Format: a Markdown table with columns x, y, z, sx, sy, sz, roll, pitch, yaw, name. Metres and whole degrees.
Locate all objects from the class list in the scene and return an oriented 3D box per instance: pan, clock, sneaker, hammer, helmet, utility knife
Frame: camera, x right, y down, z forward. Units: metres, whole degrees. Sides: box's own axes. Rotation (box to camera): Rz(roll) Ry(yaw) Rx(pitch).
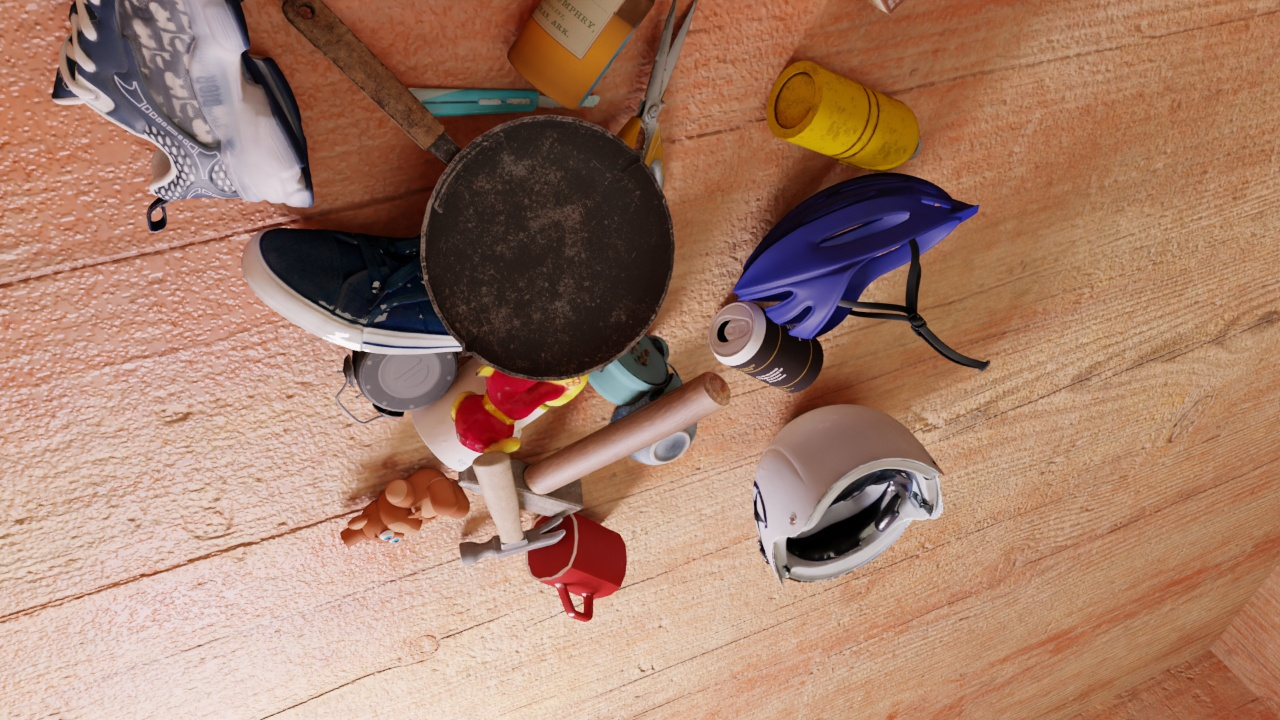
| x | y | z | sx | sy | sz | roll | pitch | yaw | name |
| --- | --- | --- | --- | --- | --- | --- | --- | --- | --- |
| -0.123 | -0.135 | 0.686 | 0.357 | 0.040 | 0.207 | 44 | 82 | -22 | pan |
| -0.216 | 0.002 | 0.822 | 0.123 | 0.043 | 0.091 | -35 | 131 | -2 | clock |
| -0.304 | -0.195 | 0.561 | 0.132 | 0.103 | 0.270 | -16 | 139 | -8 | sneaker |
| -0.005 | 0.006 | 0.923 | 0.124 | 0.090 | 0.053 | 24 | 125 | -38 | clock |
| -0.137 | 0.146 | 0.913 | 0.119 | 0.030 | 0.332 | -11 | 155 | -9 | hammer |
| -0.038 | 0.082 | 0.923 | 0.302 | 0.037 | 0.157 | -29 | 144 | 33 | hammer |
| 0.228 | -0.065 | 0.893 | 0.242 | 0.227 | 0.147 | -29 | 170 | 15 | helmet |
| -0.105 | -0.206 | 0.722 | 0.158 | 0.015 | 0.022 | -10 | 108 | -25 | utility knife |
| -0.159 | -0.083 | 0.739 | 0.294 | 0.120 | 0.128 | 5 | 138 | -37 | sneaker |
| 0.241 | 0.159 | 1.153 | 0.236 | 0.163 | 0.264 | -22 | 143 | -6 | helmet |

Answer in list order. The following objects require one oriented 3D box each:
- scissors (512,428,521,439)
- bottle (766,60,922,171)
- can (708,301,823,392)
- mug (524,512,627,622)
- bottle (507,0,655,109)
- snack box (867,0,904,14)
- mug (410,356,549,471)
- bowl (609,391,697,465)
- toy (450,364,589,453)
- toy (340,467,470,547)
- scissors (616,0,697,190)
| x | y | z | sx | sy | sz | roll | pitch | yaw | name |
| --- | --- | --- | --- | --- | --- | --- | --- | --- | --- |
| -0.113 | 0.054 | 0.912 | 0.133 | 0.084 | 0.012 | -38 | 117 | 2 | scissors |
| 0.199 | -0.218 | 0.851 | 0.163 | 0.071 | 0.071 | 8 | 124 | -36 | bottle |
| 0.139 | -0.013 | 1.000 | 0.128 | 0.072 | 0.072 | 23 | 115 | -42 | can |
| -0.075 | 0.244 | 1.077 | 0.081 | 0.116 | 0.096 | -20 | 145 | 29 | mug |
| -0.028 | -0.267 | 0.672 | 0.067 | 0.067 | 0.157 | 23 | 115 | -42 | bottle |
| 0.214 | -0.381 | 0.728 | 0.147 | 0.041 | 0.143 | -44 | 136 | 12 | snack box |
| -0.152 | 0.043 | 0.872 | 0.106 | 0.082 | 0.082 | -37 | 137 | 5 | mug |
| 0.023 | 0.080 | 1.030 | 0.110 | 0.055 | 0.111 | -16 | 134 | -17 | bowl |
| -0.106 | 0.027 | 0.789 | 0.137 | 0.067 | 0.105 | -41 | 142 | 10 | toy |
| -0.244 | 0.158 | 0.937 | 0.127 | 0.065 | 0.095 | -30 | 156 | -1 | toy |
| 0.007 | -0.193 | 0.781 | 0.165 | 0.016 | 0.225 | 5 | 115 | -63 | scissors |
